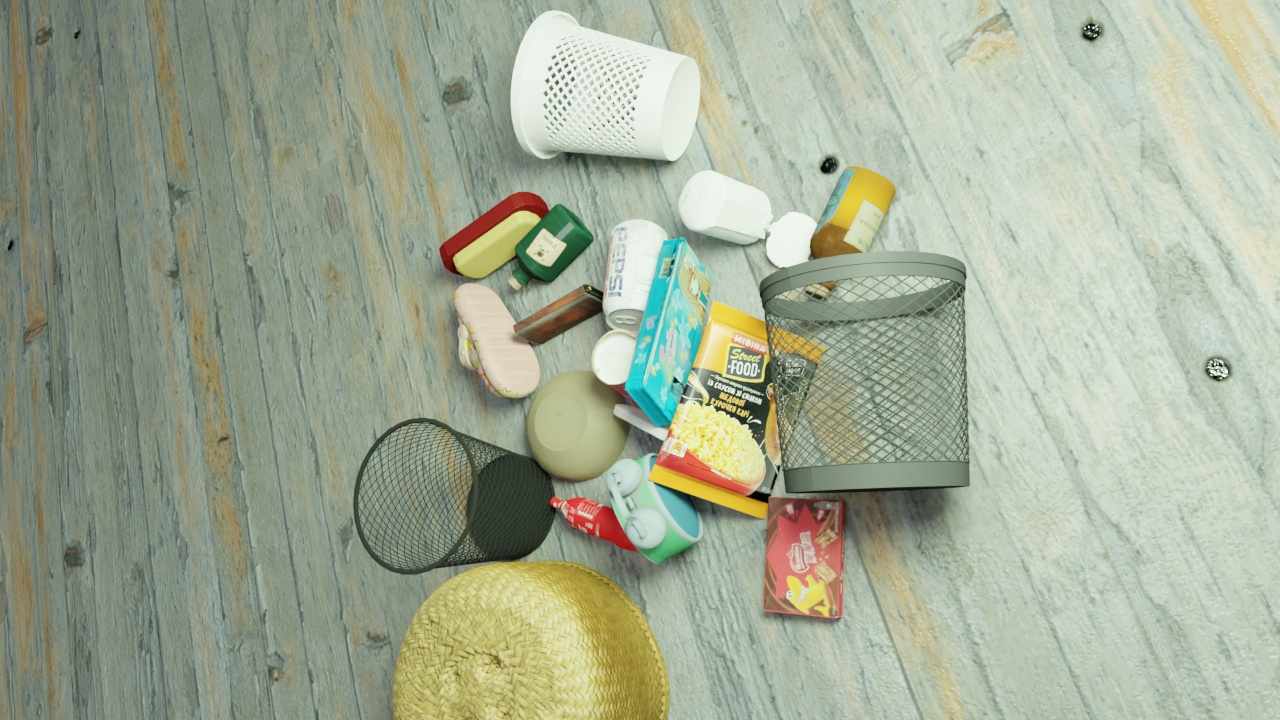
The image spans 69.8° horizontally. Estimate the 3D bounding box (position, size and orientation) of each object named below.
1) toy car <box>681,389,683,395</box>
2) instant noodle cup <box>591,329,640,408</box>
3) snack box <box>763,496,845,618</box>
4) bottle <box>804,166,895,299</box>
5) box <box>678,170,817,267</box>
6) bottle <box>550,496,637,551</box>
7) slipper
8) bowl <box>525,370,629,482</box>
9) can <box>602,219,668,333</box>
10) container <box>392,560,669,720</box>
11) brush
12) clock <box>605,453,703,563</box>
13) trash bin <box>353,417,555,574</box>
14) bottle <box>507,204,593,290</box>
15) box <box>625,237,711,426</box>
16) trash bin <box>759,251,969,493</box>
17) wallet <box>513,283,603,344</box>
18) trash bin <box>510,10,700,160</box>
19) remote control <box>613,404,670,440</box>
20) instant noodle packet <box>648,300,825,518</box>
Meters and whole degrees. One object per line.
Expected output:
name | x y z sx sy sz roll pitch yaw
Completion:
toy car | 0.068 0.092 1.151 0.039 0.039 0.113 -3 75 5
instant noodle cup | -0.007 0.007 1.165 0.098 0.108 0.097 -7 75 26
snack box | 0.190 0.227 1.064 0.089 0.021 0.133 -1 78 26
bottle | 0.242 -0.148 1.098 0.068 0.067 0.157 26 91 29
box | 0.136 -0.172 1.139 0.142 0.140 0.083 35 109 44
bottle | -0.057 0.205 1.183 0.142 0.042 0.042 17 86 29
slipper | -0.213 -0.018 1.297 0.082 0.093 0.197 -46 59 33
bowl | -0.094 0.084 1.224 0.153 0.050 0.152 -6 76 25
can | -0.006 -0.109 1.193 0.078 0.078 0.136 -9 60 25
container | -0.145 0.387 1.101 0.308 0.196 0.306 -7 74 24
brush | -0.206 -0.174 1.322 0.174 0.082 0.041 -31 66 17
clock | 0.007 0.174 1.089 0.075 0.161 0.121 -32 65 16
trash bin | -0.224 0.180 1.176 0.184 0.210 0.184 -6 75 25
bottle | -0.135 -0.151 1.292 0.131 0.061 0.061 -43 61 12
box | 0.038 -0.037 1.120 0.041 0.094 0.226 -5 54 29
trash bin | 0.243 0.024 0.981 0.218 0.217 0.227 -6 79 25
wallet | -0.107 -0.061 1.252 0.123 0.072 0.019 -27 67 20
trash bin | -0.037 -0.353 1.231 0.200 0.195 0.195 16 86 19
remote control | 0.014 0.079 1.144 0.137 0.043 0.013 23 102 51
instant noodle packet | 0.117 0.060 1.081 0.220 0.159 0.032 -70 20 -2
